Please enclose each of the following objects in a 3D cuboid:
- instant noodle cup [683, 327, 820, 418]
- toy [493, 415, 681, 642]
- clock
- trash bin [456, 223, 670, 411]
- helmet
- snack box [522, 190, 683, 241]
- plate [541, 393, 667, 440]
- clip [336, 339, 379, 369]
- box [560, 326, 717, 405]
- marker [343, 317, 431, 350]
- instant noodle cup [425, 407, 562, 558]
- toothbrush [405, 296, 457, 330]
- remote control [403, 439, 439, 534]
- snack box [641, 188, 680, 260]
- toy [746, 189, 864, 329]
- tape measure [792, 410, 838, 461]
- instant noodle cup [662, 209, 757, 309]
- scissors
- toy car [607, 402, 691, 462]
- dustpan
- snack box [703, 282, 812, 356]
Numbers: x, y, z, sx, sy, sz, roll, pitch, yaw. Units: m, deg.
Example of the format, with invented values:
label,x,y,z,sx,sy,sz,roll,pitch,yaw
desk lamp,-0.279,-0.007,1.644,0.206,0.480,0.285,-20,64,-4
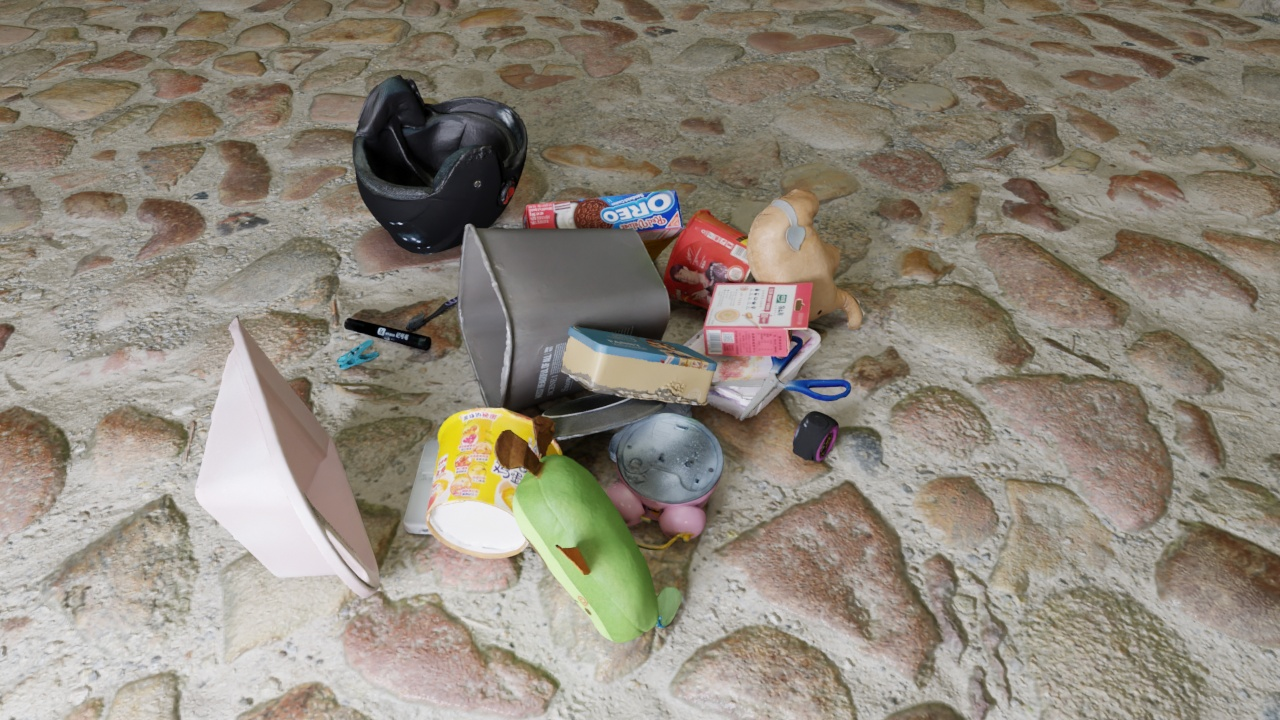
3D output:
label,x,y,z,sx,sy,sz,roll,pitch,yaw
instant noodle cup,0.133,0.005,1.177,0.138,0.060,0.173,26,45,29
toy,-0.059,0.167,0.886,0.090,0.227,0.246,-33,85,4
clock,0.025,0.135,1.003,0.117,0.060,0.158,15,51,9
trash bin,-0.099,-0.058,1.149,0.219,0.200,0.198,-9,55,-22
helmet,-0.305,-0.295,1.416,0.233,0.231,0.273,42,54,21
snack box,-0.050,-0.184,1.219,0.207,0.058,0.057,-8,84,-13
plate,-0.058,0.059,1.065,0.179,0.024,0.179,-13,5,1
clip,-0.378,-0.006,1.223,0.055,0.038,0.013,-28,44,-21
box,-0.006,0.006,1.048,0.184,0.059,0.090,11,11,-36
marker,-0.348,-0.037,1.263,0.132,0.020,0.022,13,12,18
instant noodle cup,-0.160,0.134,0.966,0.138,0.138,0.109,5,46,6
toothbrush,-0.266,-0.090,1.332,0.014,0.017,0.188,27,45,30
remote control,-0.228,0.141,1.040,0.056,0.020,0.135,0,39,1
snack box,-0.064,-0.178,1.328,0.210,0.158,0.070,-13,85,-14
toy,0.222,-0.116,1.237,0.143,0.226,0.082,-41,28,-15
tape measure,0.203,0.088,1.076,0.039,0.057,0.057,28,15,29
instant noodle cup,0.109,-0.129,1.292,0.108,0.138,0.137,26,45,16
scissors,0.168,0.022,1.101,0.176,0.012,0.162,8,42,9
toy car,0.012,0.084,1.100,0.054,0.037,0.120,28,50,29
dustpan,-0.328,0.110,0.934,0.139,0.223,0.272,-8,51,9
snack box,0.150,-0.052,1.151,0.127,0.044,0.113,1,34,14
